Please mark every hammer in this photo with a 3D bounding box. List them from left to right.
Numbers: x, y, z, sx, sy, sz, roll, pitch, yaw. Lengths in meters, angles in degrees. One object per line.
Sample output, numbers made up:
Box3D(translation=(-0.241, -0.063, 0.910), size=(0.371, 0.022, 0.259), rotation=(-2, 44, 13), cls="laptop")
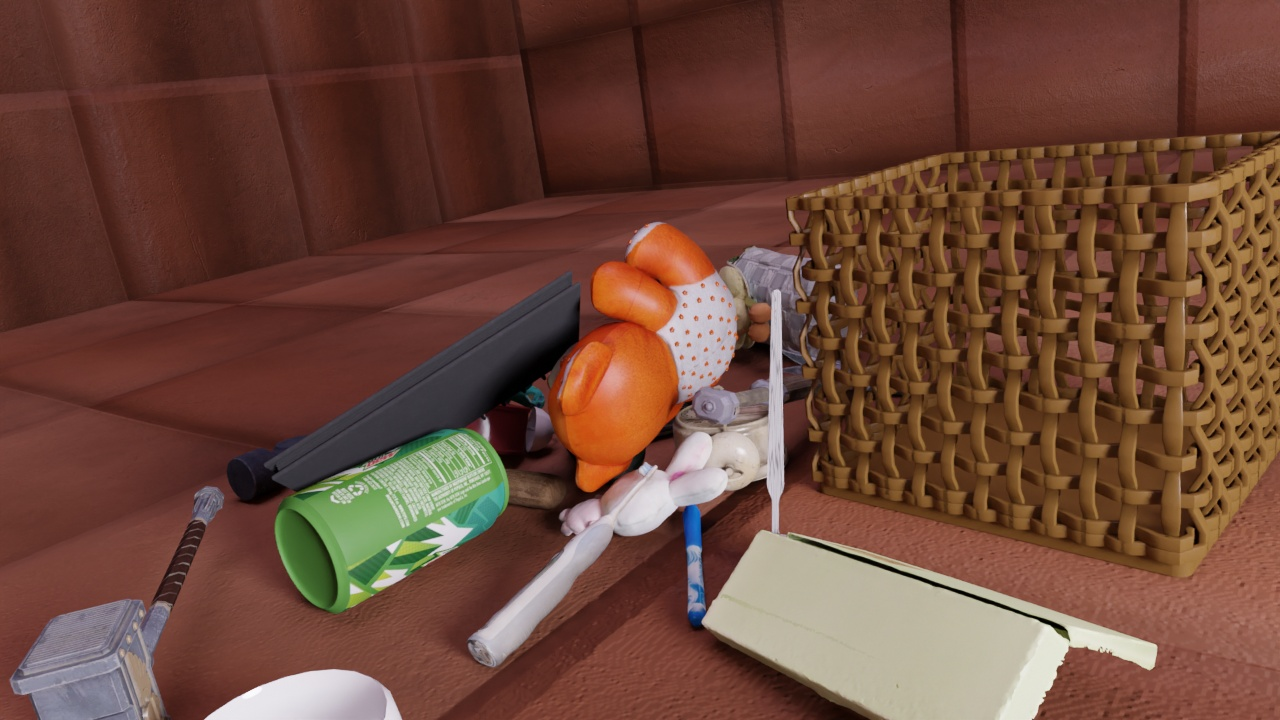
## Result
Box3D(translation=(-0.284, 0.138, 0.552), size=(0.044, 0.098, 0.322), rotation=(-12, 16, -13), cls="hammer")
Box3D(translation=(-0.199, 0.095, 0.786), size=(0.322, 0.040, 0.129), rotation=(3, 15, 32), cls="hammer")
Box3D(translation=(0.127, 0.023, 0.734), size=(0.147, 0.028, 0.316), rotation=(14, 10, 29), cls="hammer")

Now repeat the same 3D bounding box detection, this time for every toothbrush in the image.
Box3D(translation=(-0.038, 0.119, 0.573), size=(0.024, 0.022, 0.185), rotation=(31, 45, 18), cls="toothbrush")
Box3D(translation=(0.079, 0.048, 0.531), size=(0.010, 0.182, 0.010), rotation=(5, 17, 23), cls="toothbrush")

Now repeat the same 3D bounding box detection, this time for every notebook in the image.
Box3D(translation=(-0.143, 0.030, 0.672), size=(0.231, 0.019, 0.169), rotation=(-34, -11, -13), cls="notebook")

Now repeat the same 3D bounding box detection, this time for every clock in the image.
Box3D(translation=(-0.134, 0.058, 0.823), size=(0.124, 0.044, 0.087), rotation=(11, -4, -42), cls="clock")
Box3D(translation=(0.068, 0.064, 0.716), size=(0.093, 0.054, 0.140), rotation=(-6, 14, 6), cls="clock")

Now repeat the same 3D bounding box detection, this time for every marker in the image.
Box3D(translation=(0.034, 0.127, 0.586), size=(0.013, 0.013, 0.141), rotation=(-7, 16, 4), cls="marker")

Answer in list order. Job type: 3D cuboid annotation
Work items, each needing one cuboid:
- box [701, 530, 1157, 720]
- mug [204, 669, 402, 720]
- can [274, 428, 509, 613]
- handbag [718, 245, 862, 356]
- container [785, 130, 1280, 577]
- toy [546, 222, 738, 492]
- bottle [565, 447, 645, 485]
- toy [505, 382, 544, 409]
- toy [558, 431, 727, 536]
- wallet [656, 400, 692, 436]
Box3D(translation=(0.128, 0.123, 0.450), size=(0.133, 0.061, 0.188), rotation=(-14, 10, -28), cls="box")
Box3D(translation=(-0.142, 0.186, 0.369), size=(0.094, 0.068, 0.115), rotation=(-5, 16, 13), cls="mug")
Box3D(translation=(-0.168, 0.106, 0.637), size=(0.083, 0.083, 0.143), rotation=(5, 21, 40), cls="can")
Box3D(translation=(0.152, -0.057, 0.993), size=(0.123, 0.112, 0.172), rotation=(-16, 19, -27), cls="handbag")
Box3D(translation=(0.271, -0.024, 0.622), size=(0.219, 0.214, 0.252), rotation=(-23, 21, -41), cls="container")
Box3D(translation=(-0.004, 0.004, 0.660), size=(0.093, 0.164, 0.172), rotation=(22, 51, 31), cls="toy")
Box3D(translation=(-0.048, 0.057, 0.802), size=(0.055, 0.055, 0.174), rotation=(-13, 15, -16), cls="bottle")
Box3D(translation=(-0.161, 0.020, 0.908), size=(0.130, 0.072, 0.194), rotation=(10, -12, -23), cls="toy")
Box3D(translation=(0.001, 0.098, 0.653), size=(0.125, 0.037, 0.076), rotation=(-27, 20, 5), cls="toy")
Box3D(translation=(0.008, 0.031, 0.870), size=(0.100, 0.054, 0.132), rotation=(-4, 12, -16), cls="wallet")
